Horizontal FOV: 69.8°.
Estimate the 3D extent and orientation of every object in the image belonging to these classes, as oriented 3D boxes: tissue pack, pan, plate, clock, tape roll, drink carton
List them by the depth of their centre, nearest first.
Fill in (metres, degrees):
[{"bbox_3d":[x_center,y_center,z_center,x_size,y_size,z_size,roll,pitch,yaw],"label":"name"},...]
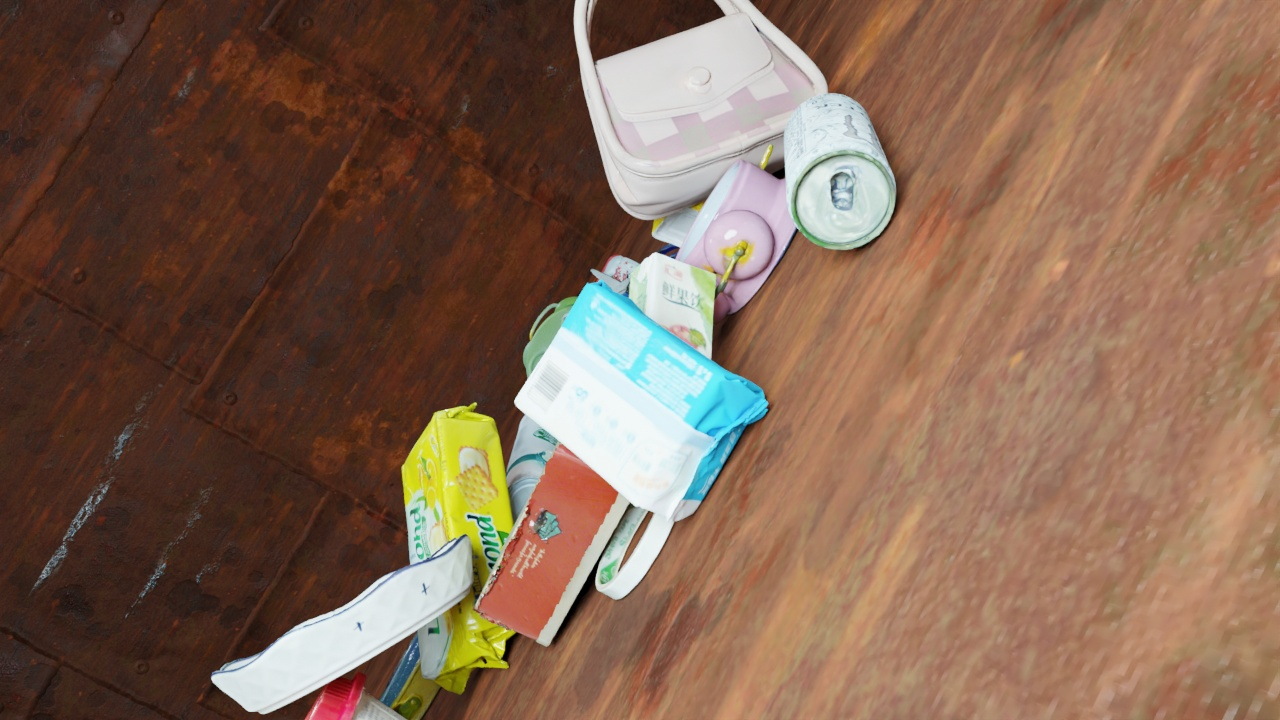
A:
[{"bbox_3d":[-0.002,0.021,0.533,0.090,0.140,0.063,-58,-31,6],"label":"tissue pack"},{"bbox_3d":[-0.001,0.110,0.582,0.086,0.014,0.085,-57,9,13],"label":"tape roll"},{"bbox_3d":[0.017,-0.006,0.618,0.046,0.053,0.122,-38,42,55],"label":"drink carton"},{"bbox_3d":[-0.213,0.199,0.692,0.205,0.045,0.205,-28,-4,-2],"label":"plate"},{"bbox_3d":[0.070,-0.087,0.708,0.117,0.060,0.158,-51,14,47],"label":"clock"},{"bbox_3d":[-0.280,0.381,1.041,0.198,0.078,0.357,-57,8,13],"label":"pan"},{"bbox_3d":[-0.082,-0.010,1.083,0.116,0.056,0.161,-51,52,10],"label":"clock"}]

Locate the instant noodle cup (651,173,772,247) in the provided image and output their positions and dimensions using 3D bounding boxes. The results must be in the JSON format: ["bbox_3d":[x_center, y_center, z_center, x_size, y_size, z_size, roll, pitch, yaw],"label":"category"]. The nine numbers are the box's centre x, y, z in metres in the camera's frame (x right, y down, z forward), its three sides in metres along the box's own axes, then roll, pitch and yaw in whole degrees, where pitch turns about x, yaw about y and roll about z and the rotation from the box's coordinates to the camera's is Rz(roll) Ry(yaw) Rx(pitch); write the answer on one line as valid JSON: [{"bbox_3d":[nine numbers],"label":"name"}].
[{"bbox_3d":[0.069,-0.171,0.871,0.116,0.116,0.123,138,150,-65],"label":"instant noodle cup"}]

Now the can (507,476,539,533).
[{"bbox_3d":[-0.118,0.161,0.910,0.094,0.066,0.066,-48,14,54],"label":"can"}]

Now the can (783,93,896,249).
[{"bbox_3d":[0.115,-0.116,0.545,0.058,0.058,0.146,-55,9,27],"label":"can"}]

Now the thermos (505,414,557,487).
[{"bbox_3d":[-0.120,0.114,1.091,0.073,0.073,0.224,-58,9,9],"label":"thermos"}]

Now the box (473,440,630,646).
[{"bbox_3d":[-0.060,0.107,0.645,0.169,0.077,0.091,-62,3,27],"label":"box"}]

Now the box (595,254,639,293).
[{"bbox_3d":[-0.040,-0.026,1.142,0.098,0.095,0.201,35,98,48],"label":"box"}]

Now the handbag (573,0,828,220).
[{"bbox_3d":[0.033,-0.256,0.789,0.193,0.234,0.093,-22,-11,-11],"label":"handbag"}]

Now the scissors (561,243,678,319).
[{"bbox_3d":[-0.014,-0.080,1.025,0.174,0.012,0.162,-28,36,9],"label":"scissors"}]

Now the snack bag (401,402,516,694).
[{"bbox_3d":[-0.166,0.172,0.853,0.158,0.068,0.246,-46,49,53],"label":"snack bag"}]

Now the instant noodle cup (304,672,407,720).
[{"bbox_3d":[-0.195,0.304,0.656,0.116,0.124,0.117,-61,8,-11],"label":"instant noodle cup"}]
